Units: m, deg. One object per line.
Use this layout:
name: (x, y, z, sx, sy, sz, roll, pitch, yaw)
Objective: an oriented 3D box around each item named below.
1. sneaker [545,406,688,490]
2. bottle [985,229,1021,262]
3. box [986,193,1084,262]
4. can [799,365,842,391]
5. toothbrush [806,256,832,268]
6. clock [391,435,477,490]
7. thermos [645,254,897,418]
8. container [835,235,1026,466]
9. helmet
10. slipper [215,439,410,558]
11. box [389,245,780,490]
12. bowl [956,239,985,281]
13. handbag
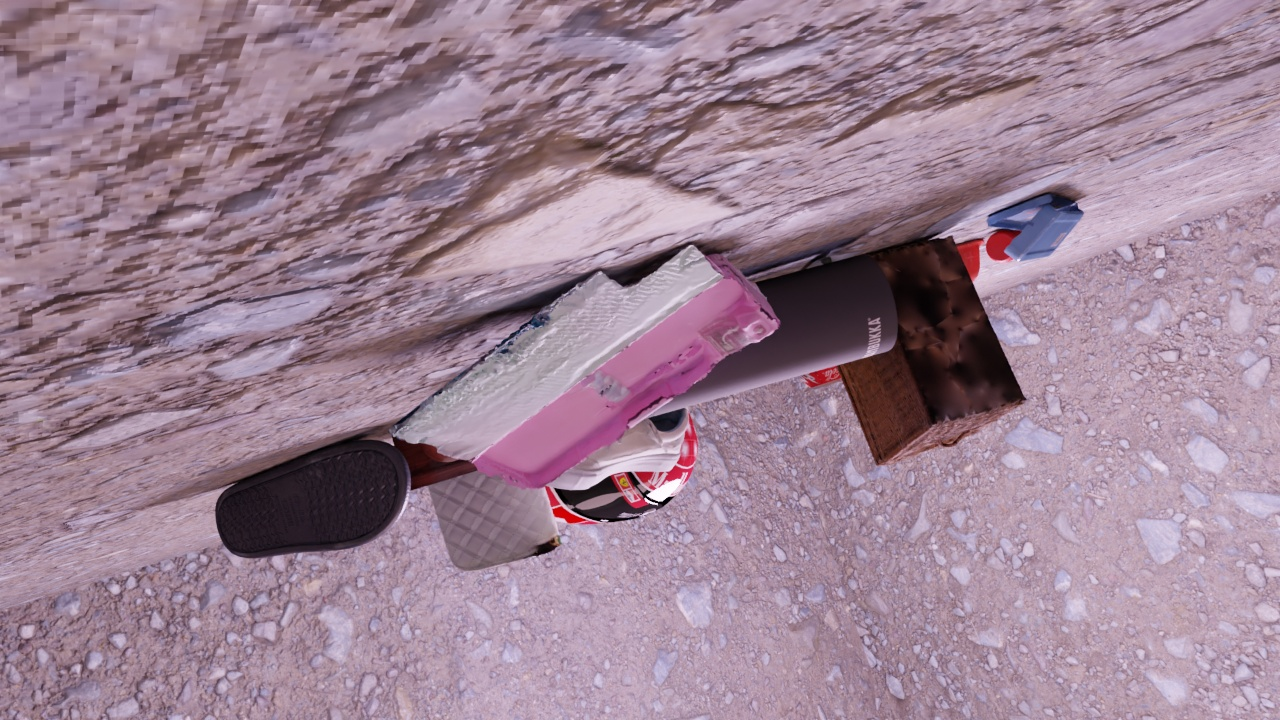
sneaker: (-0.035, 0.075, 0.986, 0.089, 0.091, 0.241, 35, -157, 36)
bottle: (0.441, -0.136, 1.068, 0.036, 0.036, 0.118, -23, 174, 43)
box: (0.402, -0.145, 0.934, 0.068, 0.059, 0.209, -54, 160, 26)
can: (0.194, -0.024, 1.008, 0.064, 0.104, 0.064, -18, 175, -2)
toothbrush: (0.148, -0.069, 0.850, 0.016, 0.017, 0.189, -16, 174, -7)
clock: (-0.212, 0.095, 1.035, 0.158, 0.072, 0.120, -21, 174, 38)
thermos: (0.075, -0.016, 0.734, 0.240, 0.082, 0.082, -15, 175, -7)
container: (0.265, -0.011, 0.888, 0.113, 0.198, 0.113, -14, 163, -18)
helmet: (-0.038, 0.122, 1.266, 0.225, 0.197, 0.270, -20, 167, 24)
slipper: (-0.352, 0.157, 1.025, 0.269, 0.110, 0.083, -17, 179, 22)
box: (-0.037, 0.002, 0.607, 0.231, 0.035, 0.159, -36, 144, 17)
bowl: (0.352, -0.100, 1.095, 0.130, 0.045, 0.130, -18, 175, -2)
handbag: (-0.186, 0.158, 1.148, 0.139, 0.195, 0.072, -16, -178, 14)
